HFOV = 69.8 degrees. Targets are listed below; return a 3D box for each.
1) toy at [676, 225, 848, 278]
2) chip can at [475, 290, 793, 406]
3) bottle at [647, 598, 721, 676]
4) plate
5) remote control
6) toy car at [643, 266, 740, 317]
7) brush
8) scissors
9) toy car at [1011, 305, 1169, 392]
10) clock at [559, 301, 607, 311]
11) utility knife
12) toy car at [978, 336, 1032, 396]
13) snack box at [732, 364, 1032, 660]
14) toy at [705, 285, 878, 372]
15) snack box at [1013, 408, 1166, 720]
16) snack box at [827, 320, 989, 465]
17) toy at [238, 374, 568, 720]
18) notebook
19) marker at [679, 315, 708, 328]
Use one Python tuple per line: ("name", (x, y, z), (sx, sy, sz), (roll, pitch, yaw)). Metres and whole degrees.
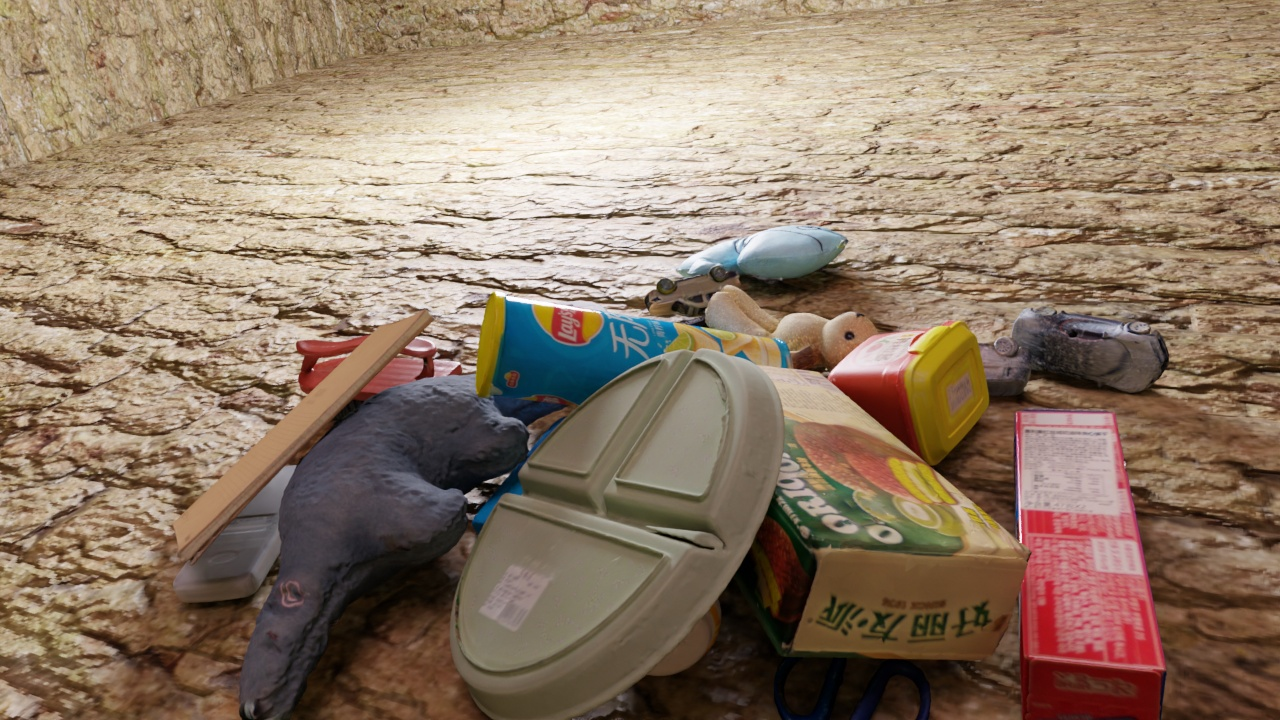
("toy", (0.127, -0.104, 0.901), (0.161, 0.050, 0.156), (-20, 18, -35))
("chip can", (-0.004, 0.004, 0.633), (0.210, 0.071, 0.071), (9, 23, -16))
("bottle", (0.005, 0.117, 0.500), (0.063, 0.063, 0.108), (-11, 27, -4))
("plate", (-0.022, 0.080, 0.487), (0.231, 0.027, 0.229), (-39, 23, 20))
("remote control", (-0.268, 0.117, 0.635), (0.056, 0.020, 0.135), (-6, 27, 4))
("toy car", (0.048, -0.060, 0.852), (0.090, 0.042, 0.035), (-11, 70, -6))
("brush", (-0.227, 0.012, 0.771), (0.146, 0.069, 0.063), (3, 29, 23))
("scissors", (0.066, 0.185, 0.407), (0.173, 0.012, 0.126), (-24, 32, -24))
("toy car", (0.318, -0.007, 0.657), (0.106, 0.049, 0.031), (16, 40, 41))
("clock", (-0.063, -0.004, 0.767), (0.082, 0.055, 0.121), (-6, 28, 4))
("utility knife", (-0.072, 0.075, 0.656), (0.034, 0.018, 0.160), (-12, 22, 27))
("toy car", (0.237, 0.006, 0.669), (0.091, 0.043, 0.034), (3, 63, 14))
("snack box", (0.091, 0.068, 0.510), (0.114, 0.063, 0.240), (6, 18, -17))
("toy", (0.122, -0.022, 0.730), (0.157, 0.066, 0.105), (24, 24, 36))
("snack box", (0.225, 0.100, 0.472), (0.058, 0.057, 0.206), (-1, 29, 22))
("snack box", (0.179, 0.022, 0.621), (0.080, 0.082, 0.091), (-1, 24, 45))
("toy", (-0.152, 0.081, 0.595), (0.138, 0.091, 0.355), (13, 35, 20))
("notebook", (-0.240, 0.046, 0.640), (0.211, 0.012, 0.150), (-49, 20, -21))
("marker", (0.032, -0.027, 0.823), (0.123, 0.015, 0.018), (-18, 33, -20))
